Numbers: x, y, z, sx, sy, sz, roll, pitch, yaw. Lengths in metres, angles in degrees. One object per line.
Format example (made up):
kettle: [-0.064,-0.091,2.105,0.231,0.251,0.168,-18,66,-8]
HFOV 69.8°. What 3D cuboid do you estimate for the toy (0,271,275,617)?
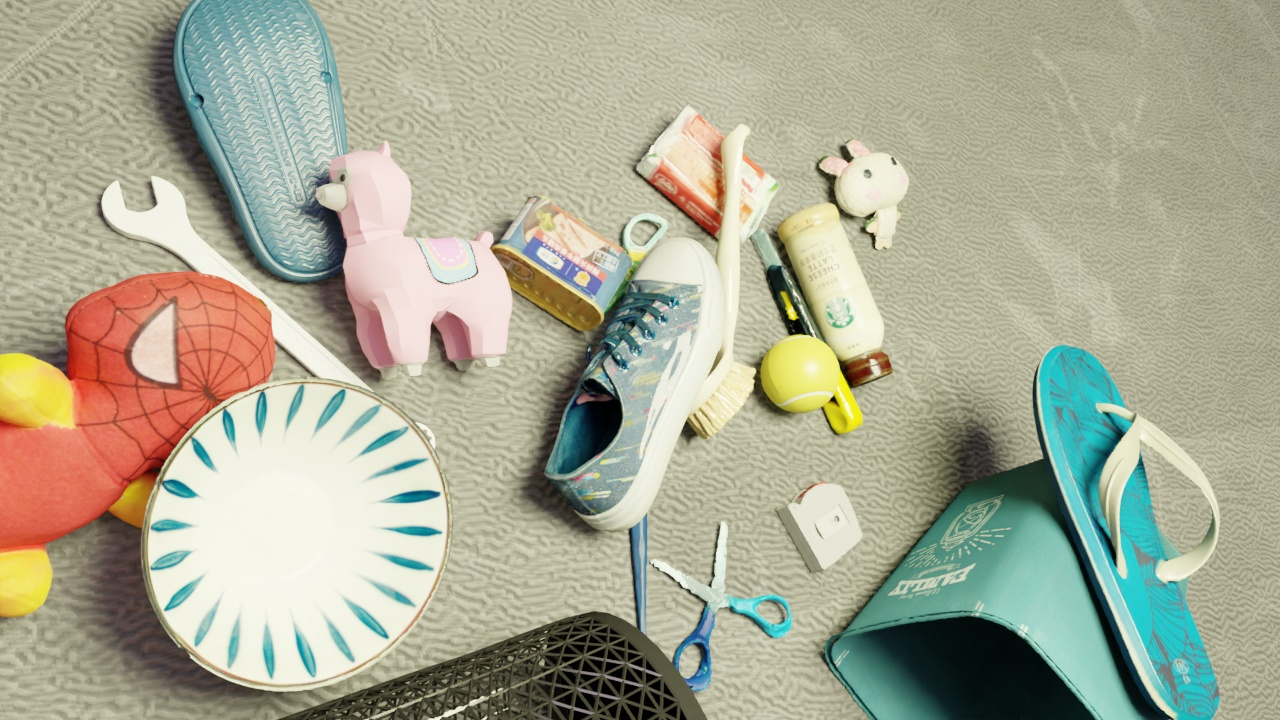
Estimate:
toy: [-0.302,0.031,0.513,0.099,0.148,0.215,31,59,19]

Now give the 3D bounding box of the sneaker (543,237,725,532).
sneaker: [-0.004,0.004,0.670,0.079,0.088,0.235,40,62,-48]

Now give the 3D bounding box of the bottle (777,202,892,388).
bottle: [0.176,-0.057,0.818,0.056,0.057,0.162,-15,80,-30]

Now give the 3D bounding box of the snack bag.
snack bag: [0.061,-0.161,0.809,0.116,0.036,0.076,38,61,-10]

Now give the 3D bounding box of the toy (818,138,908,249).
toy: [0.223,-0.167,0.889,0.087,0.050,0.112,-26,80,-31]

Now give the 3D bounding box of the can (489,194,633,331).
can: [-0.061,-0.075,0.702,0.100,0.054,0.058,33,65,-9]

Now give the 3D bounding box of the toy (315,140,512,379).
toy: [-0.153,-0.067,0.630,0.123,0.067,0.157,-9,92,-37]

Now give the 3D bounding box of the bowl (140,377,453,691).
bowl: [-0.208,0.101,0.551,0.177,0.071,0.177,6,81,-39]

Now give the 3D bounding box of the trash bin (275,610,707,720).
trash bin: [-0.094,0.260,0.493,0.242,0.218,0.217,-18,81,-37]

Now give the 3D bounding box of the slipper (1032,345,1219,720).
slipper: [0.358,0.105,0.661,0.118,0.060,0.294,12,56,-25]

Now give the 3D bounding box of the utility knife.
utility knife: [0.142,-0.030,0.810,0.020,0.029,0.203,-18,79,-36]

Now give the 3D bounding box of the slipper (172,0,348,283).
slipper: [-0.256,-0.157,0.637,0.103,0.059,0.214,-15,94,-26]

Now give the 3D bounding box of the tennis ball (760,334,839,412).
tennis ball: [0.133,0.011,0.767,0.065,0.065,0.065,9,69,-24]

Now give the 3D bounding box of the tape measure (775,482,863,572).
tape measure: [0.151,0.134,0.759,0.062,0.020,0.060,-27,86,-31]

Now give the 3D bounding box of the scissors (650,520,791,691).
scissors: [0.058,0.190,0.697,0.127,0.014,0.133,36,62,-11]

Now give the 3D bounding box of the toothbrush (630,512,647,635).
toothbrush: [0.001,0.138,0.685,0.016,0.017,0.189,7,70,-25]

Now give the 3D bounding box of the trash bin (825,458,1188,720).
trash bin: [0.303,0.205,0.722,0.199,0.197,0.218,50,52,-3]

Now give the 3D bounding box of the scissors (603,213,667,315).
scissors: [-0.007,-0.072,0.757,0.125,0.011,0.131,31,64,-12]

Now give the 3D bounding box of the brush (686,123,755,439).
brush: [0.067,-0.069,0.749,0.077,0.062,0.272,17,74,-27]

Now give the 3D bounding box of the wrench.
wrench: [-0.247,-0.025,0.622,0.273,0.009,0.047,43,59,-7]
